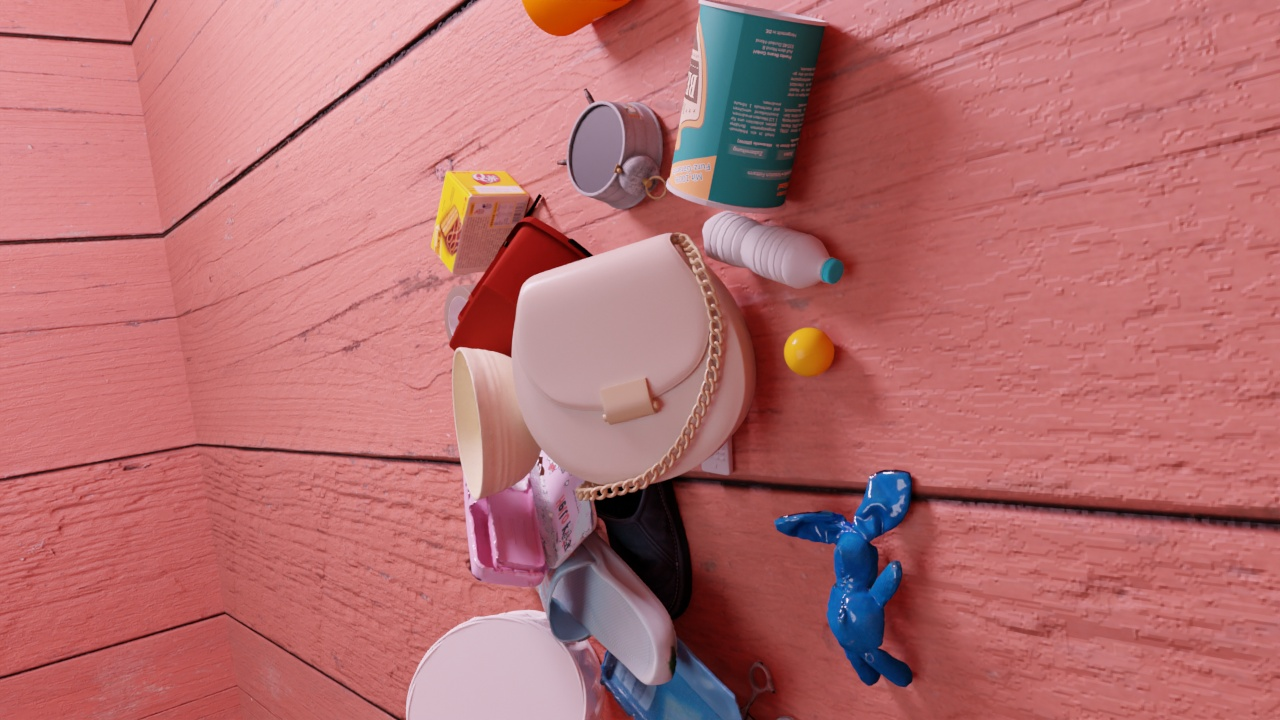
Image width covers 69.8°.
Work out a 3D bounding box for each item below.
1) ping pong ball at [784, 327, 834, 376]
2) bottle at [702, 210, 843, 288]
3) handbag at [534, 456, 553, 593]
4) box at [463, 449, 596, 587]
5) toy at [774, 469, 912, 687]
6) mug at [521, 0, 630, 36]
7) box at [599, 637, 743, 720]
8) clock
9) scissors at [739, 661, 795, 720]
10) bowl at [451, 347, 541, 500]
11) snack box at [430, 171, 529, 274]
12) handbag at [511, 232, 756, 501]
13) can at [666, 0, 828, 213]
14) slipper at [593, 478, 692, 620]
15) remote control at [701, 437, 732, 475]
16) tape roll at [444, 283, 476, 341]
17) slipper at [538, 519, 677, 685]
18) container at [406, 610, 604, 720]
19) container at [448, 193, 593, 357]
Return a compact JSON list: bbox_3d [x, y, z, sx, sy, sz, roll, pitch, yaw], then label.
[{"bbox_3d":[0.137,-0.007,0.745,0.040,0.040,0.040,15,109,49],"label":"ping pong ball"},{"bbox_3d":[0.109,-0.090,0.758,0.136,0.044,0.044,27,118,45],"label":"bottle"},{"bbox_3d":[-0.095,0.228,1.090,0.198,0.062,0.176,47,132,23],"label":"handbag"},{"bbox_3d":[-0.117,0.130,0.944,0.201,0.111,0.102,-112,40,-57],"label":"box"},{"bbox_3d":[0.169,0.178,0.728,0.113,0.070,0.176,-8,91,41],"label":"toy"},{"bbox_3d":[-0.053,-0.380,0.882,0.096,0.077,0.112,-3,67,52],"label":"mug"},{"bbox_3d":[0.037,0.320,0.917,0.232,0.060,0.175,34,132,48],"label":"box"},{"bbox_3d":[-0.018,-0.194,0.884,0.148,0.056,0.104,47,122,41],"label":"clock"},{"bbox_3d":[0.105,0.354,0.886,0.131,0.014,0.153,46,128,35],"label":"scissors"},{"bbox_3d":[-0.136,0.058,0.908,0.151,0.075,0.150,172,90,-71],"label":"bowl"},{"bbox_3d":[-0.190,-0.163,1.083,0.061,0.083,0.106,46,130,34],"label":"snack box"},{"bbox_3d":[-0.005,0.004,0.831,0.211,0.103,0.208,-15,91,18],"label":"handbag"},{"bbox_3d":[0.082,-0.200,0.723,0.099,0.099,0.144,34,123,42],"label":"can"},{"bbox_3d":[-0.020,0.146,0.940,0.109,0.083,0.265,0,101,50],"label":"slipper"},{"bbox_3d":[0.071,0.042,0.859,0.033,0.012,0.131,6,102,43],"label":"remote control"},{"bbox_3d":[-0.218,-0.051,1.185,0.094,0.030,0.094,15,109,49],"label":"tape roll"},{"bbox_3d":[-0.053,0.237,0.908,0.245,0.074,0.104,28,124,50],"label":"slipper"},{"bbox_3d":[-0.140,0.370,0.998,0.187,0.189,0.189,82,167,-75],"label":"container"},{"bbox_3d":[-0.110,-0.082,0.995,0.127,0.200,0.148,36,135,-5],"label":"container"}]
